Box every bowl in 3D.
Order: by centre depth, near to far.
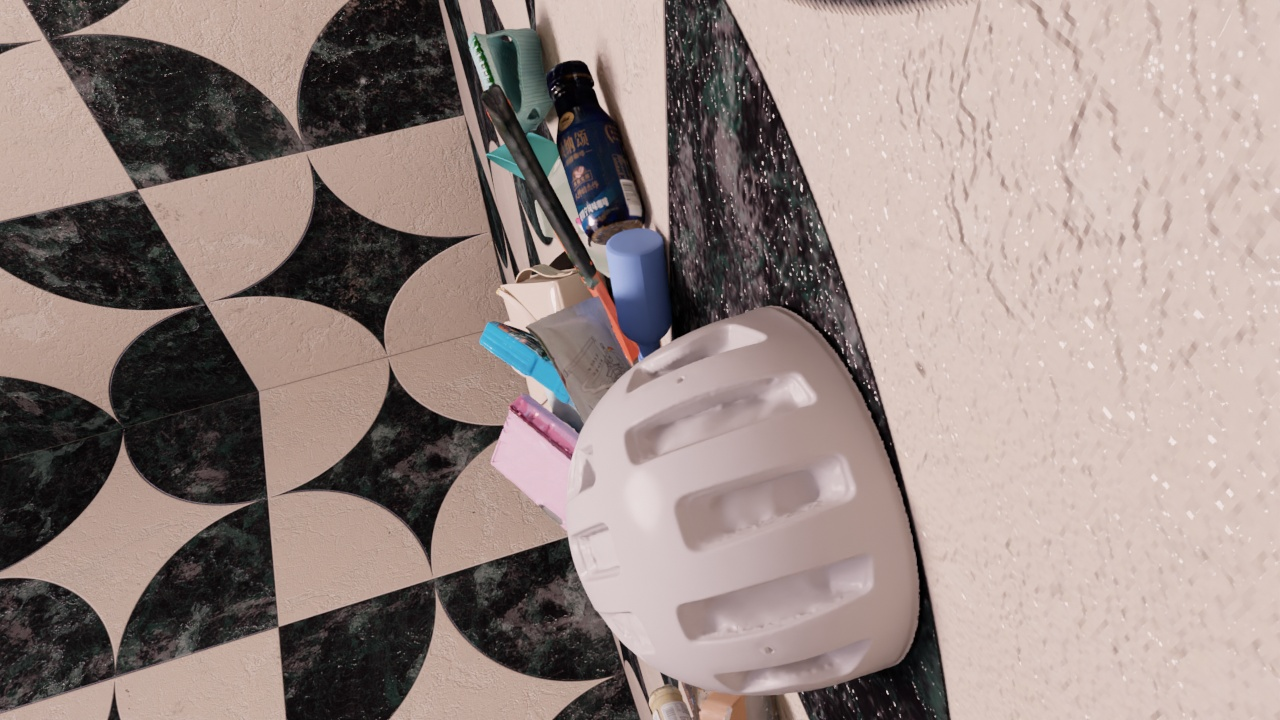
[{"bbox_3d":[-0.077,-0.163,0.993,0.174,0.068,0.174,163,91,-82],"label":"bowl"},{"bbox_3d":[-0.120,-0.239,1.099,0.046,0.121,0.121,-65,14,2],"label":"bowl"}]

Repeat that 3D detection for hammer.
[{"bbox_3d":[-0.055,-0.096,0.840,0.333,0.033,0.133,62,178,-28],"label":"hammer"}]

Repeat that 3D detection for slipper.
[{"bbox_3d":[-0.140,-0.330,1.095,0.276,0.069,0.116,-77,-28,-79],"label":"slipper"}]

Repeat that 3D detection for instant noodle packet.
[{"bbox_3d":[0.007,0.074,0.743,0.269,0.057,0.146,63,-160,-3],"label":"instant noodle packet"}]

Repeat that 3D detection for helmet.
[{"bbox_3d":[0.059,0.092,0.552,0.283,0.183,0.224,-25,85,60],"label":"helmet"}]

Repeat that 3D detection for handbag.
[{"bbox_3d":[-0.116,-0.024,1.159,0.198,0.101,0.195,1,110,48],"label":"handbag"}]

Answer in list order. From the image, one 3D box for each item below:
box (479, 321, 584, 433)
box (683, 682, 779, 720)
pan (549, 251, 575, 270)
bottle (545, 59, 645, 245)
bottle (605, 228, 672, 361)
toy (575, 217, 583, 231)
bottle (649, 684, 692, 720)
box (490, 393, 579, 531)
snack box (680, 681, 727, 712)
[{"bbox_3d":[-0.051,0.044,0.983,0.244,0.063,0.174,31,165,42],"label":"box"},{"bbox_3d":[0.091,0.380,0.835,0.107,0.095,0.216,-57,-44,-69],"label":"box"},{"bbox_3d":[-0.077,0.003,1.322,0.248,0.043,0.357,-116,14,-47],"label":"pan"},{"bbox_3d":[-0.042,-0.182,0.799,0.056,0.056,0.160,115,139,-76],"label":"bottle"},{"bbox_3d":[0.003,-0.045,0.787,0.048,0.048,0.131,-119,16,-53],"label":"bottle"},{"bbox_3d":[-0.035,-0.132,0.875,0.102,0.050,0.065,85,162,-70],"label":"toy"},{"bbox_3d":[0.039,0.395,0.966,0.110,0.042,0.043,-118,16,-54],"label":"bottle"},{"bbox_3d":[-0.072,0.146,1.034,0.233,0.098,0.099,36,169,24],"label":"box"},{"bbox_3d":[0.067,0.325,0.980,0.060,0.059,0.226,91,160,-62],"label":"snack box"}]
